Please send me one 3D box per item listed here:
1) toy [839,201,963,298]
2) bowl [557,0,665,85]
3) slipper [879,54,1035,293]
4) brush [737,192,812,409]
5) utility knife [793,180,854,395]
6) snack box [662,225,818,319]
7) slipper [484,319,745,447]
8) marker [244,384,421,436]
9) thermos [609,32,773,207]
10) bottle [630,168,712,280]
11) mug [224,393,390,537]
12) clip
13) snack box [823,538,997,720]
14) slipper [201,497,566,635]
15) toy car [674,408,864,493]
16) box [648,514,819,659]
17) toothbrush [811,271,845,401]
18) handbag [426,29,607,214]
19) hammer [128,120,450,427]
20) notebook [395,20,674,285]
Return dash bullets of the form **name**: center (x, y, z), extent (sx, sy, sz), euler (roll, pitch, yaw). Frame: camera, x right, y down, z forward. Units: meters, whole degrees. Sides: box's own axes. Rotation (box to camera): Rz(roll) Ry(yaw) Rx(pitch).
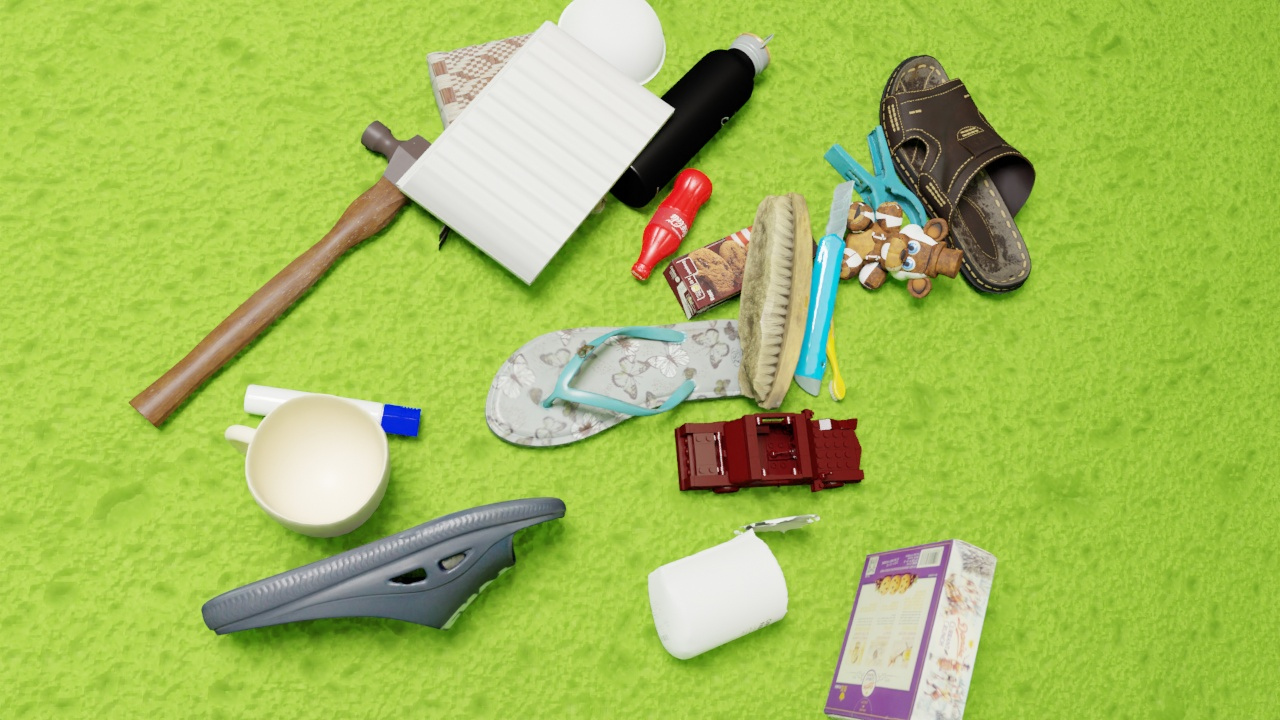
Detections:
- **toy**: center (0.247, -0.105, 0.877), extent (0.113, 0.067, 0.087), euler (20, 108, 26)
- **bowl**: center (-0.023, -0.323, 0.892), extent (0.110, 0.041, 0.109), euler (4, 73, -14)
- **slipper**: center (0.329, -0.196, 0.929), extent (0.112, 0.076, 0.267), euler (-17, 79, -19)
- **brush**: center (0.117, -0.054, 0.811), extent (0.043, 0.059, 0.195), euler (9, 85, -20)
- **utility knife**: center (0.173, -0.070, 0.858), extent (0.031, 0.015, 0.205), euler (12, 90, -1)
- **snack box**: center (0.096, -0.092, 0.861), extent (0.140, 0.032, 0.051), euler (-25, 82, -20)
- **slipper**: center (-0.005, 0.005, 0.796), extent (0.268, 0.055, 0.098), euler (-13, 75, -19)
- **marker**: center (-0.245, 0.041, 0.734), extent (0.133, 0.027, 0.023), euler (9, 104, -12)
- **thermos**: center (0.054, -0.242, 0.878), extent (0.061, 0.061, 0.230), euler (42, 68, 0)
- **bottle**: center (0.026, -0.124, 0.849), extent (0.036, 0.036, 0.118), euler (33, 69, -4)
- **mug**: center (-0.247, 0.079, 0.683), extent (0.120, 0.100, 0.096), euler (21, 68, -6)
- **clip**: center (0.256, -0.179, 0.933), extent (0.113, 0.028, 0.127), euler (-16, 80, -13)
- **snack box**: center (0.213, 0.224, 0.739), extent (0.040, 0.144, 0.147), euler (24, 70, -7)
- **slipper**: center (-0.175, 0.167, 0.675), extent (0.267, 0.111, 0.083), euler (-16, 82, -15)
- **toy car**: center (0.119, 0.079, 0.801), extent (0.169, 0.062, 0.070), euler (0, 74, -15)
- **box**: center (0.085, 0.177, 0.755), extent (0.165, 0.083, 0.092), euler (-14, 69, -20)
- **toothbrush**: center (0.178, -0.026, 0.874), extent (0.021, 0.016, 0.135), euler (-2, 72, -13)
- **handbag**: center (-0.112, -0.204, 0.832), extent (0.124, 0.047, 0.185), euler (-15, 78, -10)
- **hammer**: center (-0.279, -0.070, 0.757), extent (0.115, 0.033, 0.322), euler (41, 69, 1)
- **notebook**: center (-0.088, -0.185, 0.797), extent (0.142, 0.009, 0.209), euler (36, 74, 4)
